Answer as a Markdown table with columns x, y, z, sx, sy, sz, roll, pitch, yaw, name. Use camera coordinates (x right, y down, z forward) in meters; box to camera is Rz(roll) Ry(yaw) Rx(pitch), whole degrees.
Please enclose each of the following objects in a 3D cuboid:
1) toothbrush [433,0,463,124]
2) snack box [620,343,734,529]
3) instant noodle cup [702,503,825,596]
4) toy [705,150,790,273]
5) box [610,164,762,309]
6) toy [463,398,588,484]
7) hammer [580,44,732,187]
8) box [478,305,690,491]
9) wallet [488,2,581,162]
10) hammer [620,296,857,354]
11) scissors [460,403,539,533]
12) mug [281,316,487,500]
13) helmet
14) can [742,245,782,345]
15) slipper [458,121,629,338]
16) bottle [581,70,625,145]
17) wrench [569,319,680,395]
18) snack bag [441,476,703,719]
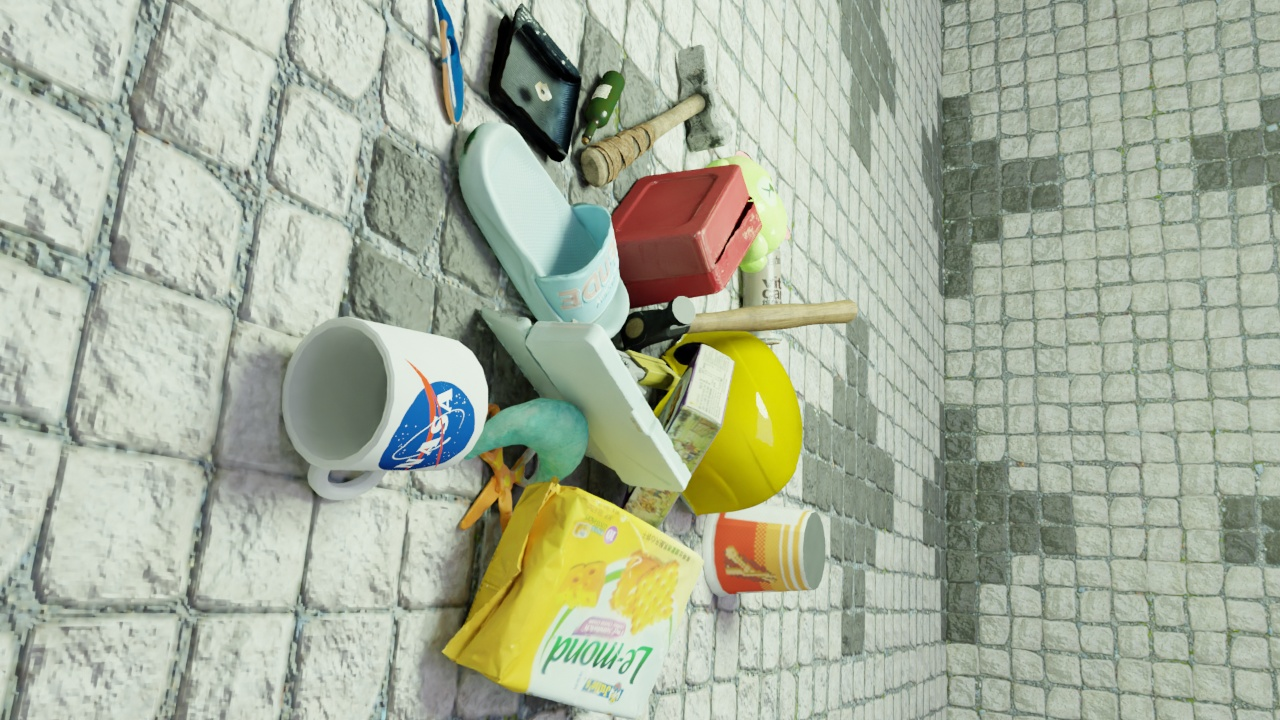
| x | y | z | sx | sy | sz | roll | pitch | yaw | name |
| --- | --- | --- | --- | --- | --- | --- | --- | --- | --- |
| -0.150 | -0.252 | 0.710 | 0.021 | 0.017 | 0.135 | -21 | 106 | -59 | toothbrush |
| 0.036 | 0.077 | 0.887 | 0.148 | 0.040 | 0.143 | -61 | -177 | 26 | snack box |
| 0.157 | 0.233 | 1.138 | 0.123 | 0.121 | 0.123 | 11 | 78 | -62 | instant noodle cup |
| 0.118 | -0.181 | 1.140 | 0.150 | 0.107 | 0.196 | 60 | 21 | -2 | toy |
| 0.041 | -0.131 | 0.947 | 0.157 | 0.129 | 0.093 | -58 | 135 | -49 | box |
| -0.083 | 0.064 | 0.728 | 0.105 | 0.085 | 0.033 | 39 | 13 | -47 | toy |
| 0.018 | -0.258 | 1.010 | 0.317 | 0.049 | 0.121 | -47 | 126 | -52 | hammer |
| -0.046 | 0.036 | 0.760 | 0.040 | 0.135 | 0.197 | -58 | 138 | -30 | box |
| -0.092 | -0.241 | 0.808 | 0.115 | 0.026 | 0.089 | 39 | 54 | -55 | wallet |
| 0.115 | -0.043 | 0.985 | 0.304 | 0.133 | 0.040 | -6 | 80 | -36 | hammer |
| -0.110 | 0.097 | 0.757 | 0.128 | 0.011 | 0.125 | -4 | 91 | -60 | scissors |
| -0.168 | 0.037 | 0.584 | 0.121 | 0.091 | 0.090 | -59 | 153 | 10 | mug |
| 0.118 | 0.061 | 1.061 | 0.209 | 0.140 | 0.239 | 57 | 39 | -44 | helmet |
| 0.168 | -0.090 | 1.264 | 0.054 | 0.054 | 0.135 | 7 | 81 | -62 | can |
| -0.068 | -0.102 | 0.791 | 0.245 | 0.074 | 0.103 | 55 | 42 | -44 | slipper |
| -0.040 | -0.249 | 0.911 | 0.025 | 0.025 | 0.105 | 59 | 38 | -42 | bottle |
| -0.005 | 0.005 | 0.863 | 0.083 | 0.018 | 0.273 | 46 | 8 | 13 | wrench |
| -0.047 | 0.199 | 0.763 | 0.247 | 0.068 | 0.159 | 40 | 72 | -48 | snack bag |
